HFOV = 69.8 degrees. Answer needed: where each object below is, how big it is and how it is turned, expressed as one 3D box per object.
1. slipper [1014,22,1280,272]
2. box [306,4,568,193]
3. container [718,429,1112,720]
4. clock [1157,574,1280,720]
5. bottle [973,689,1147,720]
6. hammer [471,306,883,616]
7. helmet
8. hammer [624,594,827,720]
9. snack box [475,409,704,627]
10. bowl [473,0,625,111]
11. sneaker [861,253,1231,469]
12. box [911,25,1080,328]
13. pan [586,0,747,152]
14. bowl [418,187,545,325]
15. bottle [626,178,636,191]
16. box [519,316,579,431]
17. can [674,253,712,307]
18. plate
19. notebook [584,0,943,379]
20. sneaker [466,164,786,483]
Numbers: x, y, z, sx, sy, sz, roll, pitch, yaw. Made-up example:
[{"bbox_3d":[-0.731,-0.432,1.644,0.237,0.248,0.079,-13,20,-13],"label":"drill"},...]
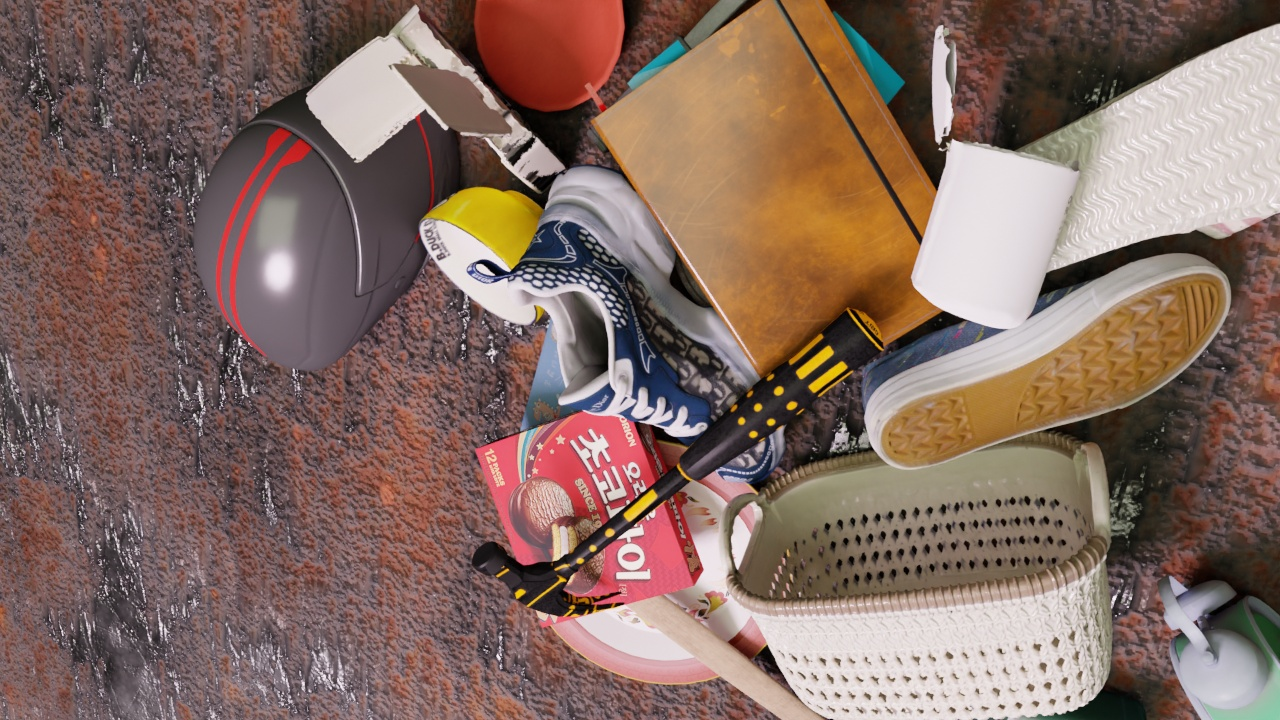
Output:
[{"bbox_3d":[0.326,-0.120,0.552,0.264,0.052,0.115,-19,101,37],"label":"slipper"},{"bbox_3d":[-0.145,-0.175,0.657,0.145,0.185,0.096,49,116,10],"label":"box"},{"bbox_3d":[0.191,0.144,0.620,0.247,0.184,0.143,-13,110,26],"label":"container"},{"bbox_3d":[0.390,0.200,0.577,0.161,0.121,0.076,45,118,1],"label":"clock"},{"bbox_3d":[0.292,0.265,0.672,0.131,0.061,0.061,13,112,19],"label":"bottle"},{"bbox_3d":[0.034,0.077,0.632,0.321,0.036,0.123,-40,127,16],"label":"hammer"},{"bbox_3d":[-0.262,-0.109,0.734,0.164,0.169,0.265,33,116,11],"label":"helmet"},{"bbox_3d":[0.091,0.263,0.753,0.331,0.030,0.120,36,117,0],"label":"hammer"},{"bbox_3d":[-0.040,0.118,0.725,0.133,0.035,0.152,-20,92,18],"label":"snack box"},{"bbox_3d":[-0.062,-0.249,0.683,0.122,0.035,0.122,7,108,21],"label":"bowl"},{"bbox_3d":[0.256,-0.005,0.606,0.236,0.079,0.087,-25,120,11],"label":"sneaker"},{"bbox_3d":[0.202,-0.108,0.547,0.112,0.084,0.163,19,107,13],"label":"box"},{"bbox_3d":[0.090,-0.267,0.610,0.358,0.041,0.178,-40,88,27],"label":"pan"},{"bbox_3d":[-0.107,-0.091,0.720,0.117,0.067,0.117,32,158,14],"label":"bowl"},{"bbox_3d":[0.025,-0.149,0.675,0.110,0.036,0.036,-30,92,27],"label":"bottle"},{"bbox_3d":[-0.066,0.030,0.761,0.066,0.049,0.210,26,113,17],"label":"box"},{"bbox_3d":[0.090,-0.089,0.662,0.130,0.044,0.130,7,108,21],"label":"can"},{"bbox_3d":[0.011,0.169,0.771,0.230,0.021,0.230,4,109,12],"label":"plate"},{"bbox_3d":[0.102,-0.116,0.601,0.179,0.014,0.249,-32,101,11],"label":"notebook"},{"bbox_3d":[-0.004,0.004,0.648,0.103,0.132,0.269,-13,119,52],"label":"sneaker"}]
